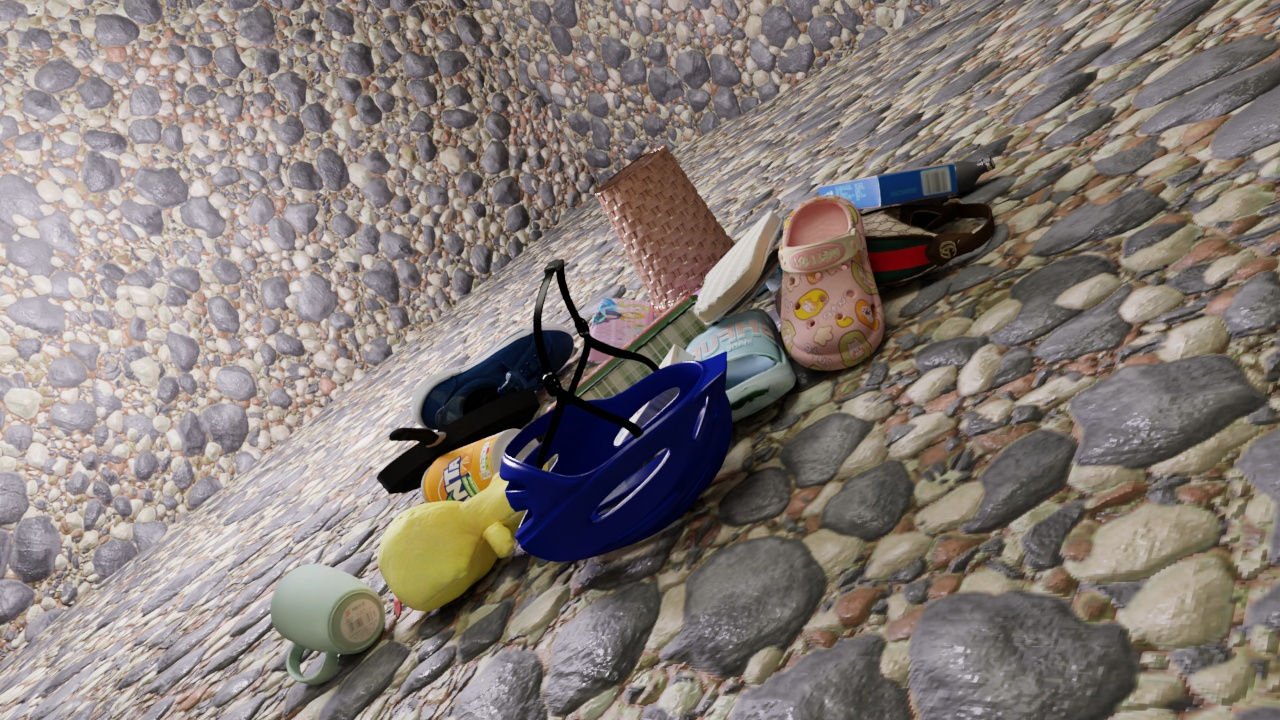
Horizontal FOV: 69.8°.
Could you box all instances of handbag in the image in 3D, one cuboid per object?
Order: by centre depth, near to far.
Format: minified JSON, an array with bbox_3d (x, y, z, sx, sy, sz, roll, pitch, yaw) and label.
[{"bbox_3d":[0.284,-0.127,0.928,0.138,0.063,0.166,-11,16,16],"label":"handbag"}]

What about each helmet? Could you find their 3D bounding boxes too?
[{"bbox_3d":[-0.045,0.043,0.733,0.242,0.227,0.147,-32,14,18],"label":"helmet"}]

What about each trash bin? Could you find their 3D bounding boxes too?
[{"bbox_3d":[0.039,-0.173,1.267,0.151,0.210,0.151,-32,15,10],"label":"trash bin"}]

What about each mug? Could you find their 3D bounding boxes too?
[{"bbox_3d":[-0.313,0.266,0.915,0.104,0.084,0.111,0,63,45],"label":"mug"}]

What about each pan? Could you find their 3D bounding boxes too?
[{"bbox_3d":[-0.232,0.100,1.107,0.225,0.034,0.356,-32,-6,1],"label":"pan"}]

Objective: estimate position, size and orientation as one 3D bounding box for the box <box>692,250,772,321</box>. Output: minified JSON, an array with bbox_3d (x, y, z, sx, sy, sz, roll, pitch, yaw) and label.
[{"bbox_3d":[0.130,-0.097,1.181,0.214,0.036,0.076,-35,18,-3],"label":"box"}]

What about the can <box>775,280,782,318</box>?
[{"bbox_3d":[0.176,-0.071,0.936,0.067,0.067,0.076,-25,16,29],"label":"can"}]

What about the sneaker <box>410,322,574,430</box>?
[{"bbox_3d":[-0.177,0.029,1.314,0.127,0.121,0.293,21,35,32],"label":"sneaker"}]

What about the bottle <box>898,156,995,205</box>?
[{"bbox_3d":[0.346,-0.200,1.040,0.110,0.036,0.036,-23,18,36],"label":"bottle"}]

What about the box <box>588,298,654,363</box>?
[{"bbox_3d":[-0.026,-0.021,1.264,0.084,0.077,0.230,5,18,0],"label":"box"}]

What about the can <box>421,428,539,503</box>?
[{"bbox_3d":[-0.175,0.130,1.024,0.143,0.079,0.078,-22,19,38],"label":"can"}]

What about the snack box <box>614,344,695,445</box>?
[{"bbox_3d":[0.000,0.062,0.858,0.150,0.026,0.081,-56,7,22],"label":"snack box"}]

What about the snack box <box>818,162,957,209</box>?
[{"bbox_3d":[0.261,-0.183,0.985,0.087,0.034,0.151,-11,8,-10],"label":"snack box"}]

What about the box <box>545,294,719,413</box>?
[{"bbox_3d":[-0.006,0.006,1.012,0.206,0.050,0.117,-40,-6,11],"label":"box"}]

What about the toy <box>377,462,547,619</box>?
[{"bbox_3d":[-0.170,0.166,0.882,0.207,0.092,0.133,-31,18,1],"label":"toy"}]

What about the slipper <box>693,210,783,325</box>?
[{"bbox_3d":[0.112,-0.096,0.978,0.115,0.054,0.272,-49,3,22],"label":"slipper"}]

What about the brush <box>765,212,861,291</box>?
[{"bbox_3d":[0.210,-0.127,1.061,0.135,0.055,0.075,-39,21,-22],"label":"brush"}]

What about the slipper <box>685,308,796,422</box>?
[{"bbox_3d":[0.090,-0.007,0.905,0.104,0.074,0.245,-31,14,16],"label":"slipper"}]

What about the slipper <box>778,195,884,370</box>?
[{"bbox_3d":[0.163,-0.085,0.840,0.093,0.081,0.196,-15,53,21],"label":"slipper"}]
